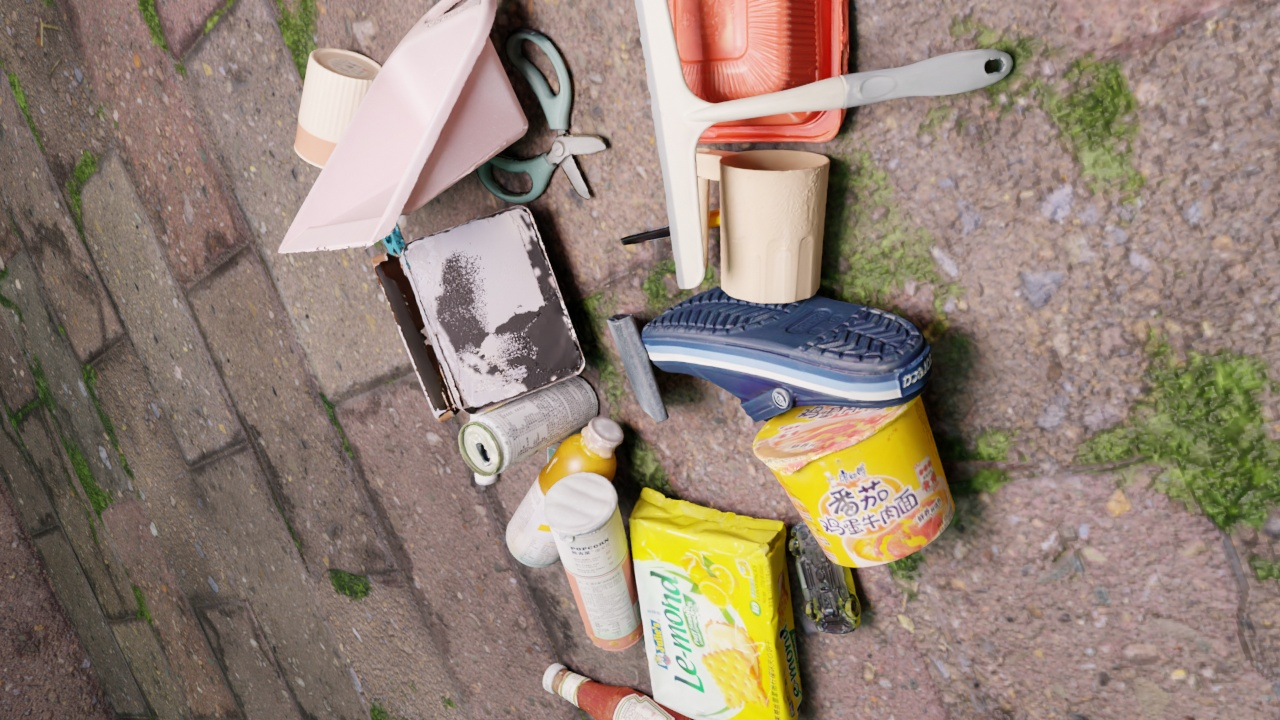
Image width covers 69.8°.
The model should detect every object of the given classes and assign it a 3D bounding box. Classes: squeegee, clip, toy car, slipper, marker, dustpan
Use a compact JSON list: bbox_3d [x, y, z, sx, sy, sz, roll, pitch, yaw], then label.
[{"bbox_3d":[0.127,-0.179,0.619,0.247,0.039,0.247,-7,107,8],"label":"squeegee"},{"bbox_3d":[-0.281,-0.130,1.054,0.050,0.015,0.057,-26,89,39],"label":"clip"},{"bbox_3d":[0.168,0.191,0.822,0.048,0.032,0.105,-19,84,41],"label":"toy car"},{"bbox_3d":[0.115,0.000,0.731,0.253,0.104,0.095,11,124,45],"label":"slipper"},{"bbox_3d":[0.030,-0.117,0.812,0.124,0.018,0.015,-7,104,41],"label":"marker"},{"bbox_3d":[-0.228,-0.223,0.835,0.223,0.272,0.139,2,127,48],"label":"dustpan"}]

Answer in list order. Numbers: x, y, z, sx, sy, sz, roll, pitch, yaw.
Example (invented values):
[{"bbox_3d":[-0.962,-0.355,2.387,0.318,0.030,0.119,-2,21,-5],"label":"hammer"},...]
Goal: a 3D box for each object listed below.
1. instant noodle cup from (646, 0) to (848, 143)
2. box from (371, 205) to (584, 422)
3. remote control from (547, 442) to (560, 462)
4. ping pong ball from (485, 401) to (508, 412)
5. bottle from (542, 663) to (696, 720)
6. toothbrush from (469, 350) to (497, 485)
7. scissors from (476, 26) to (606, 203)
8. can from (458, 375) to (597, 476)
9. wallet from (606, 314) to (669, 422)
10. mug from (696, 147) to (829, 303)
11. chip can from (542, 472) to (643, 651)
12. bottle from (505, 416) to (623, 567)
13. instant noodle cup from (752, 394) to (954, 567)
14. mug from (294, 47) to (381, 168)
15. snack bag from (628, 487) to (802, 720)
[{"bbox_3d":[0.070,-0.256,0.684,0.165,0.078,0.189,7,108,33],"label":"instant noodle cup"},{"bbox_3d":[-0.173,-0.042,0.944,0.193,0.156,0.183,-173,63,-74],"label":"box"},{"bbox_3d":[-0.076,0.158,1.007,0.056,0.019,0.135,16,117,31],"label":"remote control"},{"bbox_3d":[-0.150,0.055,1.010,0.040,0.040,0.040,16,117,33],"label":"ping pong ball"},{"bbox_3d":[-0.027,0.397,1.042,0.206,0.059,0.060,12,115,37],"label":"bottle"},{"bbox_3d":[-0.182,0.038,1.037,0.026,0.026,0.221,5,113,13],"label":"toothbrush"},{"bbox_3d":[-0.104,-0.230,0.872,0.171,0.019,0.179,2,108,39],"label":"scissors"},{"bbox_3d":[-0.108,0.062,0.908,0.058,0.146,0.058,15,116,34],"label":"can"},{"bbox_3d":[-0.005,0.005,0.843,0.121,0.019,0.097,-155,45,-82],"label":"wallet"},{"bbox_3d":[0.087,-0.110,0.729,0.125,0.084,0.104,16,119,36],"label":"mug"},{"bbox_3d":[-0.041,0.208,0.918,0.071,0.071,0.215,21,141,30],"label":"chip can"},{"bbox_3d":[-0.075,0.135,0.941,0.068,0.067,0.190,43,123,17],"label":"bottle"},{"bbox_3d":[0.171,0.086,0.714,0.138,0.137,0.110,-16,105,41],"label":"instant noodle cup"},{"bbox_3d":[-0.328,-0.278,0.996,0.114,0.081,0.106,60,138,43],"label":"mug"},{"bbox_3d":[0.079,0.248,0.891,0.158,0.068,0.247,5,111,36],"label":"snack bag"}]
